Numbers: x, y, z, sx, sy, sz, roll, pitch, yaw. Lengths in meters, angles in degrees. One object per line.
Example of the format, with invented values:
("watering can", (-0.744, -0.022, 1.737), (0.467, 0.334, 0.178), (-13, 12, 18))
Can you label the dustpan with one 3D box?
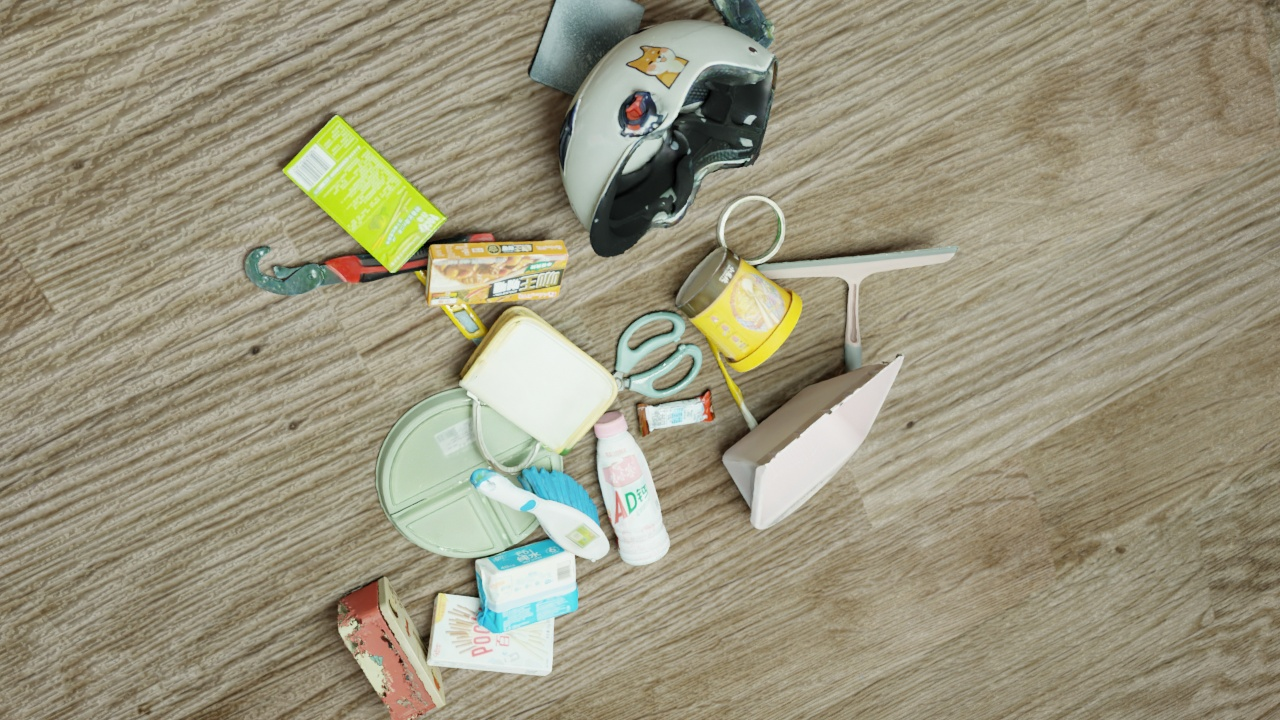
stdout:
("dustpan", (0.224, 0.120, 1.133), (0.222, 0.274, 0.139), (-36, 93, -14))

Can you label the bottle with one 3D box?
("bottle", (-0.016, 0.161, 1.168), (0.068, 0.068, 0.197), (-17, 107, -9))

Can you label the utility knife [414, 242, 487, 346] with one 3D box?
("utility knife", (-0.217, -0.069, 1.066), (0.033, 0.015, 0.195), (-35, 112, 1))

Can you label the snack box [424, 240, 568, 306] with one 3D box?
("snack box", (-0.163, -0.099, 1.036), (0.153, 0.026, 0.075), (-5, 143, -21))

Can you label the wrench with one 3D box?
("wrench", (-0.296, -0.110, 1.021), (0.273, 0.016, 0.056), (-6, 108, -7))

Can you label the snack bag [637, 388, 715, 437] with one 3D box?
("snack bag", (0.047, 0.067, 1.173), (0.104, 0.026, 0.048), (-12, 112, -10))

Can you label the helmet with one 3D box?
("helmet", (0.011, -0.255, 0.977), (0.274, 0.230, 0.157), (-40, 75, -3))

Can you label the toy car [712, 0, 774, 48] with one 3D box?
("toy car", (0.115, -0.391, 1.041), (0.043, 0.034, 0.090), (-38, 110, 2))

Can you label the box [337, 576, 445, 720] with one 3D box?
("box", (-0.316, 0.366, 1.139), (0.080, 0.091, 0.168), (-26, 112, -9))

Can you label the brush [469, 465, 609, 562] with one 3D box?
("brush", (-0.116, 0.160, 1.052), (0.060, 0.109, 0.314), (-36, 138, 3))

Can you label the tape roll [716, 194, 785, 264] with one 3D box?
("tape roll", (0.137, -0.161, 1.131), (0.085, 0.014, 0.086), (-4, 109, -14))

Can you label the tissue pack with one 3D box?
("tissue pack", (-0.142, 0.283, 1.165), (0.139, 0.063, 0.090), (-11, 110, -28))

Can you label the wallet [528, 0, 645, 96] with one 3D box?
("wallet", (-0.060, -0.353, 1.016), (0.097, 0.019, 0.121), (18, 103, -17))

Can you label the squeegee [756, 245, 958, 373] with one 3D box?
("squeegee", (0.278, -0.025, 1.199), (0.248, 0.040, 0.250), (-5, 115, 2))

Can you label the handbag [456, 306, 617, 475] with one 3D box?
("handbag", (-0.138, 0.045, 1.086), (0.163, 0.063, 0.179), (38, 94, -22))

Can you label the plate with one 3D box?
("plate", (-0.207, 0.144, 1.131), (0.230, 0.027, 0.230), (-5, 108, -14))

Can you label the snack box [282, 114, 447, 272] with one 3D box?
("snack box", (-0.295, -0.178, 0.988), (0.156, 0.026, 0.086), (43, 91, -10))

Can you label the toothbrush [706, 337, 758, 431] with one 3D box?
("toothbrush", (0.130, 0.044, 1.194), (0.018, 0.016, 0.191), (-33, 112, -12))

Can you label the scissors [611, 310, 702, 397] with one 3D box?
("scissors", (0.005, 0.027, 1.155), (0.132, 0.019, 0.186), (38, 96, -22))

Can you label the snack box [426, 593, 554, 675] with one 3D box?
("snack box", (-0.189, 0.352, 1.175), (0.156, 0.084, 0.027), (12, 144, -18))

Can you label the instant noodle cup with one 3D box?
("instant noodle cup", (0.113, -0.066, 1.105), (0.114, 0.118, 0.118), (38, 95, -14))
